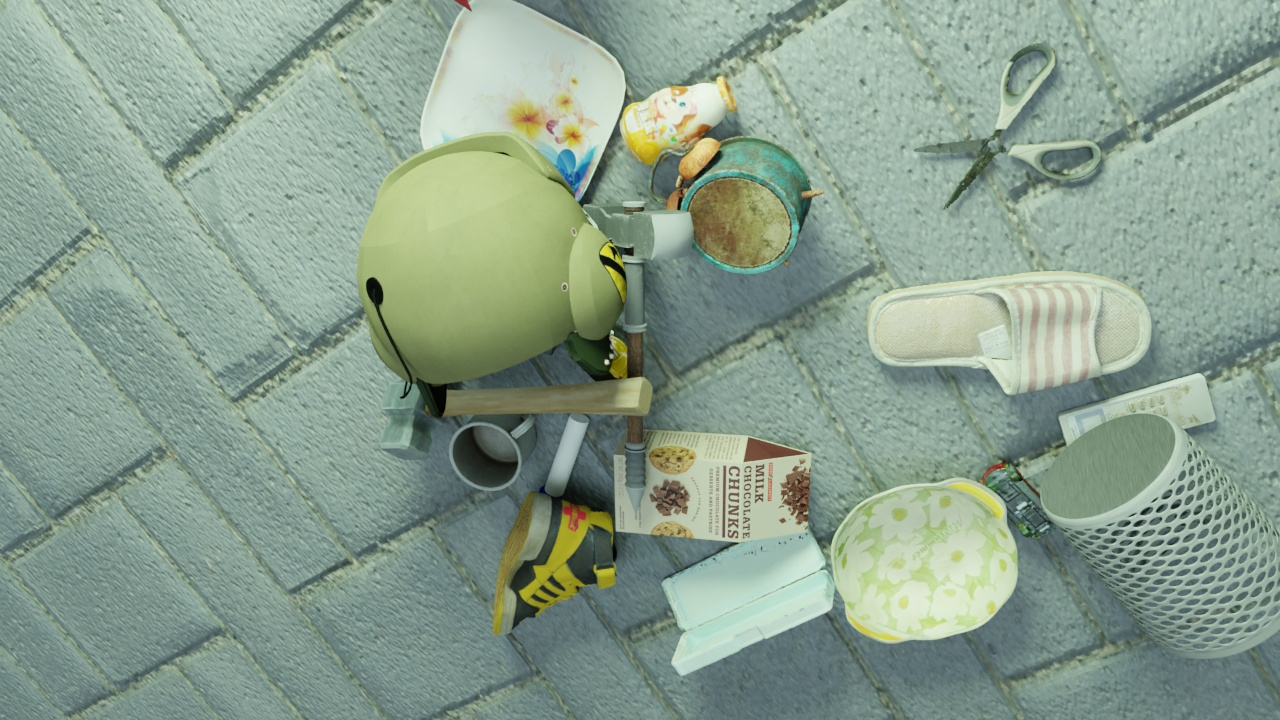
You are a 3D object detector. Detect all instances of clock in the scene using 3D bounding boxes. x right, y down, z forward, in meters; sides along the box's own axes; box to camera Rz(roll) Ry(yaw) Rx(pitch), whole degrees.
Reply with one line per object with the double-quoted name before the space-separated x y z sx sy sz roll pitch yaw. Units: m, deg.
"clock" 0.085 -0.156 0.879 0.157 0.073 0.122 22 136 3

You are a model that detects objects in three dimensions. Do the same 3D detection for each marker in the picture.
"marker" -0.091 0.121 1.060 0.027 0.023 0.133 28 115 17

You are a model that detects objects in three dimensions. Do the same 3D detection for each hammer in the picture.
"hammer" -0.005 0.004 0.925 0.043 0.156 0.322 -10 108 -31
"hammer" -0.134 0.042 0.949 0.324 0.117 0.051 -3 154 31

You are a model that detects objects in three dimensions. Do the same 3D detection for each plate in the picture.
"plate" -0.120 -0.253 0.927 0.187 0.016 0.187 28 114 1

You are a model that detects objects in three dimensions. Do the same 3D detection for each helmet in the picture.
"helmet" -0.141 -0.088 0.854 0.251 0.255 0.233 -15 110 15

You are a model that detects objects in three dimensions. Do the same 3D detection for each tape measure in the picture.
"tape measure" -0.035 -0.008 0.991 0.064 0.037 0.065 -39 98 23

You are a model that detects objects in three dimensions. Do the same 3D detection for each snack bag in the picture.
"snack bag" 0.080 0.137 1.004 0.206 0.069 0.094 3 111 11

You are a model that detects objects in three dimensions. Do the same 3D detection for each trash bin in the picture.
"trash bin" 0.496 0.161 0.872 0.157 0.156 0.183 -41 100 22

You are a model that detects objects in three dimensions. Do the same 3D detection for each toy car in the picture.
"toy car" 0.395 0.145 0.957 0.091 0.036 0.042 42 113 -6

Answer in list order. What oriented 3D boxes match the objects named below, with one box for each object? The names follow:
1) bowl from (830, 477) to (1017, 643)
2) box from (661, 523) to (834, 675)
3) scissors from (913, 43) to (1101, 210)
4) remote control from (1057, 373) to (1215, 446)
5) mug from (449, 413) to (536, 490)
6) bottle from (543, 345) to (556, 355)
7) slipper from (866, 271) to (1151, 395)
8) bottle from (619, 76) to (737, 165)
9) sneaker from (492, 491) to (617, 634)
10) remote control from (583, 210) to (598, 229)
"bowl" 0.302 0.205 0.988 0.188 0.060 0.220 29 114 0
"box" 0.115 0.264 1.028 0.198 0.078 0.122 -31 61 20
"scissors" 0.345 -0.205 0.848 0.157 0.012 0.171 24 114 4
"remote control" 0.493 0.057 0.916 0.136 0.011 0.050 -19 105 18
"mug" -0.154 0.088 1.035 0.113 0.070 0.084 -36 100 22
"bottle" -0.146 -0.030 1.002 0.112 0.046 0.047 16 113 6
"slipper" 0.355 -0.025 0.893 0.263 0.052 0.115 1 109 12
"bottle" 0.037 -0.231 0.877 0.109 0.063 0.063 -21 105 17
"sneaker" -0.099 0.248 1.078 0.122 0.085 0.239 12 133 -13
"remote control" -0.070 -0.087 0.952 0.045 0.008 0.147 52 139 38
